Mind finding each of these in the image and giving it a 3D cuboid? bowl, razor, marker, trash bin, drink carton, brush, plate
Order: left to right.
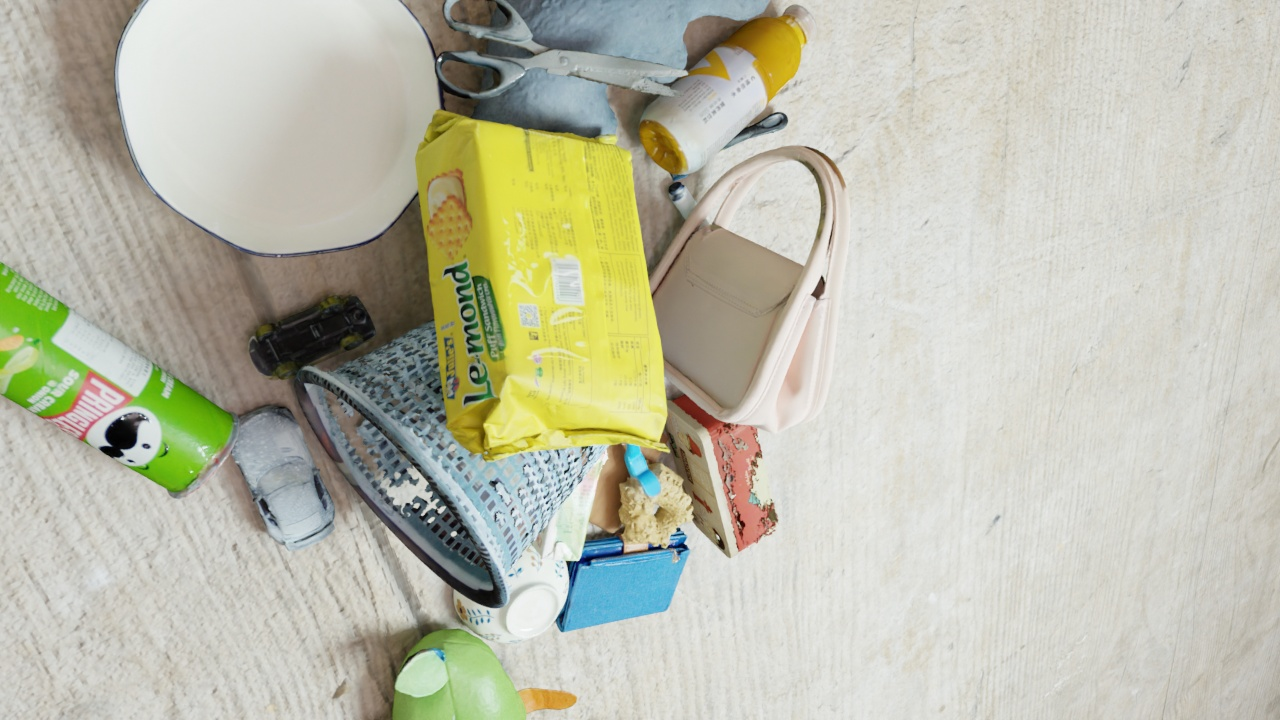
[{"bbox_3d":[-0.237,-0.172,0.618,0.204,0.045,0.205,-10,110,-29],"label":"plate"},{"bbox_3d":[-0.116,0.042,0.713,0.194,0.227,0.227,-42,128,-28],"label":"trash bin"},{"bbox_3d":[-0.114,0.222,0.869,0.113,0.062,0.113,-12,114,-29],"label":"bowl"},{"bbox_3d":[-0.066,0.116,0.838,0.045,0.053,0.122,9,97,-27],"label":"drink carton"},{"bbox_3d":[-0.003,0.079,0.866,0.083,0.046,0.255,-29,125,-23],"label":"brush"},{"bbox_3d":[0.062,-0.116,0.869,0.022,0.018,0.131,-41,127,-1],"label":"marker"},{"bbox_3d":[0.077,-0.201,0.840,0.142,0.022,0.042,-25,86,-23],"label":"razor"}]

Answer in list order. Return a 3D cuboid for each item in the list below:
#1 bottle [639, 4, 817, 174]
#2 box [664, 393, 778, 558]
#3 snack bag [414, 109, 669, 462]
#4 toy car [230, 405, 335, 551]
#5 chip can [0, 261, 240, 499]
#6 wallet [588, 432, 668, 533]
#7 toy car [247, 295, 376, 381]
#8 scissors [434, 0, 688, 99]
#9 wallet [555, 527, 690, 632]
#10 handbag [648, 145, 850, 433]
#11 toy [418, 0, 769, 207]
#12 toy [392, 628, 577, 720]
[{"bbox_3d":[0.081,-0.239,0.793,0.189,0.068,0.068,-45,127,-17],"label":"bottle"},{"bbox_3d":[0.089,0.108,0.935,0.079,0.091,0.168,-27,123,-18],"label":"box"},{"bbox_3d":[-0.061,-0.053,0.626,0.157,0.068,0.246,1,73,-37],"label":"snack bag"},{"bbox_3d":[-0.280,0.093,0.720,0.054,0.037,0.121,-25,118,-23],"label":"toy car"},{"bbox_3d":[-0.378,0.000,0.593,0.072,0.072,0.236,-49,127,-7],"label":"chip can"},{"bbox_3d":[-0.034,0.104,0.899,0.101,0.020,0.115,34,86,-38],"label":"wallet"},{"bbox_3d":[-0.247,-0.015,0.691,0.090,0.042,0.035,-26,166,-23],"label":"toy car"},{"bbox_3d":[-0.059,-0.201,0.641,0.145,0.014,0.172,-44,101,2],"label":"scissors"},{"bbox_3d":[-0.019,0.226,0.949,0.132,0.040,0.106,-2,119,-33],"label":"wallet"},{"bbox_3d":[0.098,-0.073,0.793,0.093,0.193,0.234,8,108,-39],"label":"handbag"},{"bbox_3d":[-0.039,-0.243,0.703,0.355,0.091,0.138,-40,135,-15],"label":"toy"},{"bbox_3d":[-0.169,0.358,0.873,0.226,0.090,0.247,-13,113,-17],"label":"toy"}]
